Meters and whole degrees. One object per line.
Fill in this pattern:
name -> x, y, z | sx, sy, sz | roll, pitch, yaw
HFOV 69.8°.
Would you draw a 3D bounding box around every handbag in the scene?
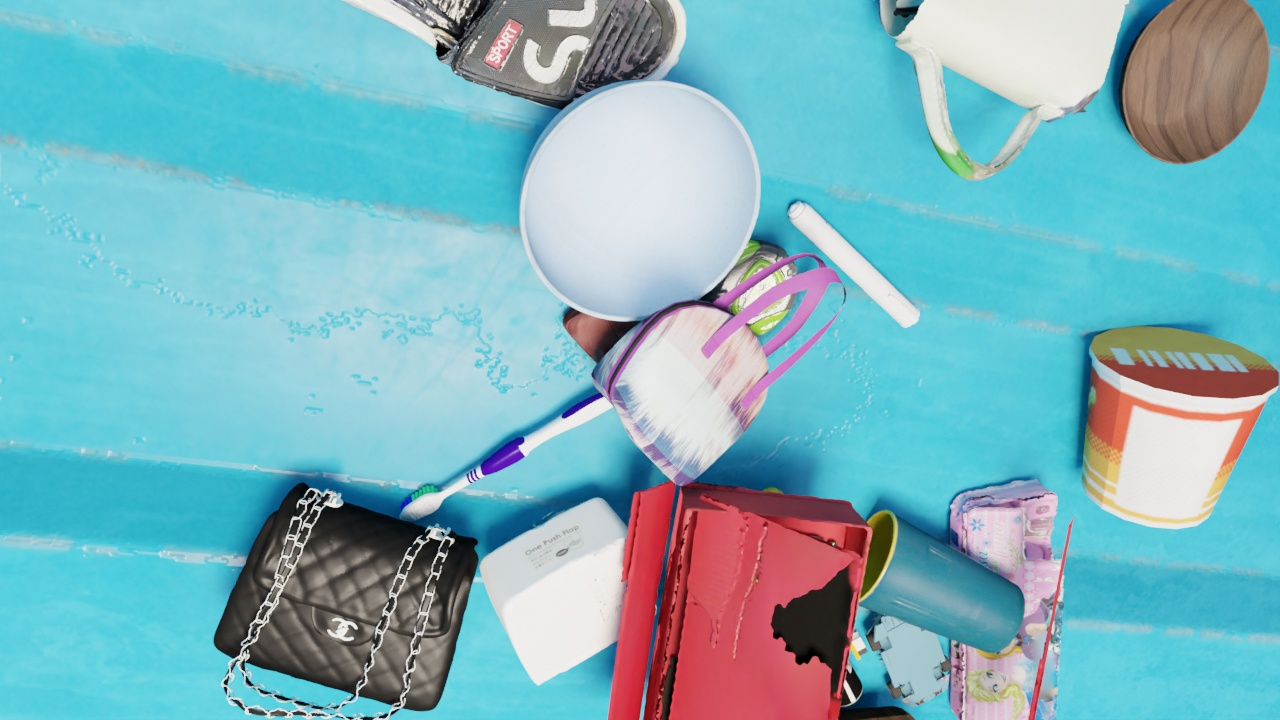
handbag -> -0.190, 0.159, 0.603 | 0.153, 0.114, 0.125 | 20, 97, -3
handbag -> 0.061, -0.004, 0.606 | 0.170, 0.068, 0.144 | -39, 137, 2
handbag -> -0.004, 0.004, 0.651 | 0.055, 0.029, 0.120 | -29, 117, 4
handbag -> 0.223, -0.201, 0.597 | 0.151, 0.074, 0.176 | 17, 84, -20

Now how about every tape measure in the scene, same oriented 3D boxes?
tape measure -> 0.079, -0.053, 0.644 | 0.058, 0.035, 0.066 | 28, 103, -10

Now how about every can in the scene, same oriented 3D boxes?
can -> 0.154, 0.249, 0.761 | 0.031, 0.031, 0.080 | -32, 112, -1

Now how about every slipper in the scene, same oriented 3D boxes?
slipper -> -0.095, -0.223, 0.535 | 0.263, 0.063, 0.111 | 23, 101, -17

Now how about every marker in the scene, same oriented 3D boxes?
marker -> 0.155, -0.069, 0.663 | 0.133, 0.020, 0.017 | 38, 97, -21

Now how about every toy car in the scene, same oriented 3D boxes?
toy car -> 0.226, 0.244, 0.779 | 0.060, 0.027, 0.108 | -27, 116, -3

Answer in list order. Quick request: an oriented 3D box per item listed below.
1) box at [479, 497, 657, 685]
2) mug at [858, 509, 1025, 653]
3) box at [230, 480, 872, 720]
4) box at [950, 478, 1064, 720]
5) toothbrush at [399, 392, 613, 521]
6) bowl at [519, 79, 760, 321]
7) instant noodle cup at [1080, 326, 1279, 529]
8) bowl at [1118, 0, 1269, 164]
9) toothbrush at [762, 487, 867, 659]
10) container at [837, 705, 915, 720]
box -> -0.060, 0.153, 0.671 | 0.108, 0.102, 0.102 | -25, 130, -15
mug -> 0.230, 0.177, 0.716 | 0.121, 0.078, 0.078 | 25, 101, -5
box -> -0.035, 0.194, 0.557 | 0.424, 0.128, 0.213 | 2, 101, -36
box -> 0.310, 0.218, 0.771 | 0.084, 0.063, 0.230 | -10, 110, -9
toothbrush -> -0.089, 0.064, 0.646 | 0.187, 0.016, 0.015 | -30, 123, 2
bowl -> -0.008, -0.107, 0.578 | 0.150, 0.074, 0.151 | -8, 120, -14
instant noodle cup -> 0.406, 0.054, 0.715 | 0.123, 0.123, 0.121 | -6, 116, -11
bowl -> 0.393, -0.205, 0.667 | 0.119, 0.032, 0.119 | -4, 109, -12
toothbrush -> 0.140, 0.175, 0.737 | 0.031, 0.031, 0.197 | -30, 116, 1
container -> 0.145, 0.348, 0.746 | 0.167, 0.132, 0.132 | -3, 108, -18
